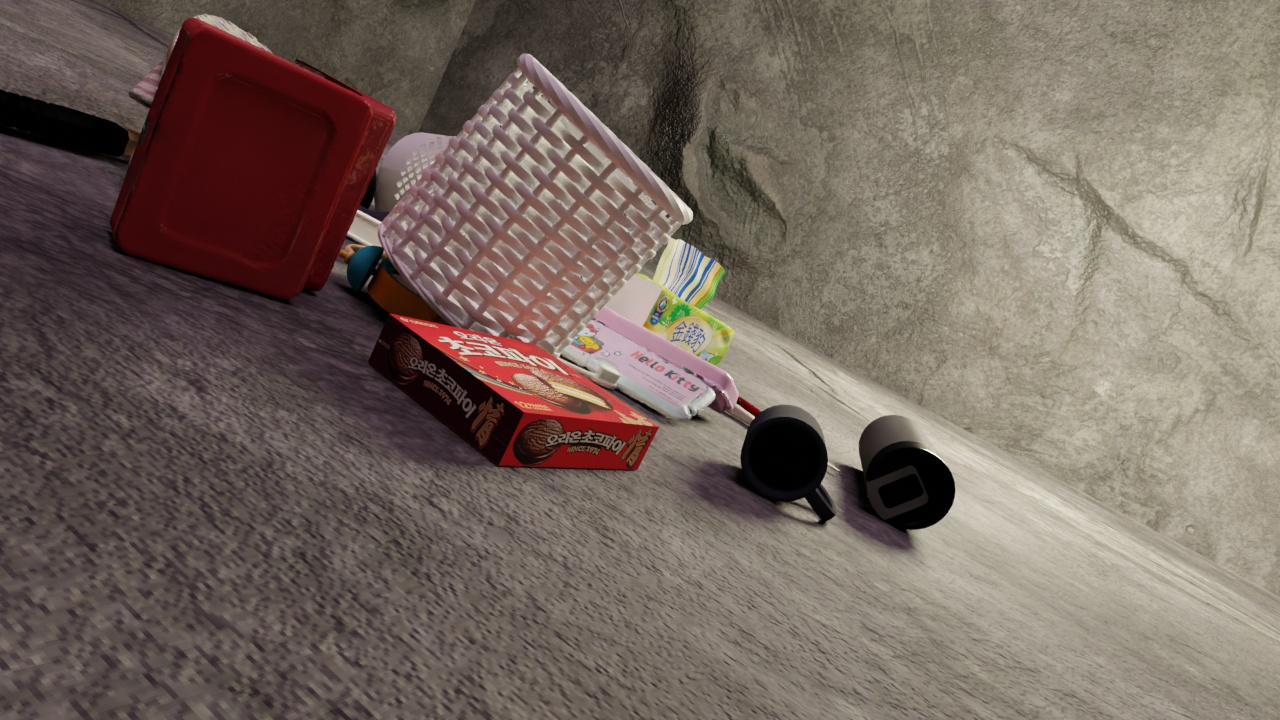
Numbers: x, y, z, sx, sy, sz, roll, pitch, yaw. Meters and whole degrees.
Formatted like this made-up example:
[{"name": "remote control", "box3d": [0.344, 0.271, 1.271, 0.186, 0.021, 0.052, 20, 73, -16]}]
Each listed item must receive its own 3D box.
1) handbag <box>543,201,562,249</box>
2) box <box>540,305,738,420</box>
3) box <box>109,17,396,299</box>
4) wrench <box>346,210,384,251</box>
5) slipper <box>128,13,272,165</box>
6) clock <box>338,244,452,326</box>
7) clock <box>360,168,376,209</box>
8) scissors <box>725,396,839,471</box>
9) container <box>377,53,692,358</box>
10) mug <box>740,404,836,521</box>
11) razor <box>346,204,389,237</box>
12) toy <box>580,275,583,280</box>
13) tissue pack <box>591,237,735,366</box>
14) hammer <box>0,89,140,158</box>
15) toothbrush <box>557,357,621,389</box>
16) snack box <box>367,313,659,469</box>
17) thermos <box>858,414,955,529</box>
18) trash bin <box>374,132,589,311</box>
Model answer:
[{"name": "handbag", "box3d": [-0.165, -0.172, 1.284, 0.151, 0.074, 0.176, 6, -20, 11]}, {"name": "box", "box3d": [0.000, -0.006, 0.955, 0.201, 0.067, 0.153, 29, 10, 23]}, {"name": "box", "box3d": [-0.279, -0.144, 0.646, 0.156, 0.157, 0.170, 30, 9, 32]}, {"name": "wrench", "box3d": [-0.251, -0.119, 0.848, 0.018, 0.066, 0.273, 33, 2, 38]}, {"name": "slipper", "box3d": [-0.389, -0.215, 0.813, 0.115, 0.052, 0.262, 26, 39, -32]}, {"name": "clock", "box3d": [-0.195, -0.060, 0.778, 0.129, 0.044, 0.099, 39, 13, 26]}, {"name": "clock", "box3d": [-0.352, -0.214, 1.045, 0.042, 0.091, 0.120, -3, 43, -52]}, {"name": "scissors", "box3d": [0.138, 0.071, 1.059, 0.179, 0.015, 0.185, 27, 9, -5]}, {"name": "container", "box3d": [-0.087, -0.119, 0.765, 0.189, 0.187, 0.189, 43, 10, -9]}, {"name": "mug", "box3d": [0.134, 0.092, 0.791, 0.105, 0.071, 0.077, 54, 11, 1]}, {"name": "razor", "box3d": [-0.307, -0.152, 0.983, 0.143, 0.047, 0.052, 21, 35, -14]}, {"name": "toy", "box3d": [-0.094, -0.098, 1.211, 0.131, 0.072, 0.193, 32, 1, 21]}, {"name": "tissue pack", "box3d": [0.041, -0.078, 1.168, 0.120, 0.141, 0.197, 31, 5, 30]}, {"name": "hammer", "box3d": [-0.449, -0.191, 0.814, 0.131, 0.039, 0.327, 32, 11, 25]}, {"name": "toothbrush", "box3d": [-0.101, -0.014, 0.853, 0.181, 0.018, 0.015, 23, 21, -16]}, {"name": "snack box", "box3d": [-0.083, 0.024, 0.627, 0.133, 0.036, 0.152, 32, 10, 31]}, {"name": "thermos", "box3d": [0.284, 0.116, 1.001, 0.082, 0.082, 0.240, 28, 9, 8]}, {"name": "trash bin", "box3d": [-0.187, -0.176, 1.060, 0.200, 0.195, 0.195, 20, 6, 25]}]
